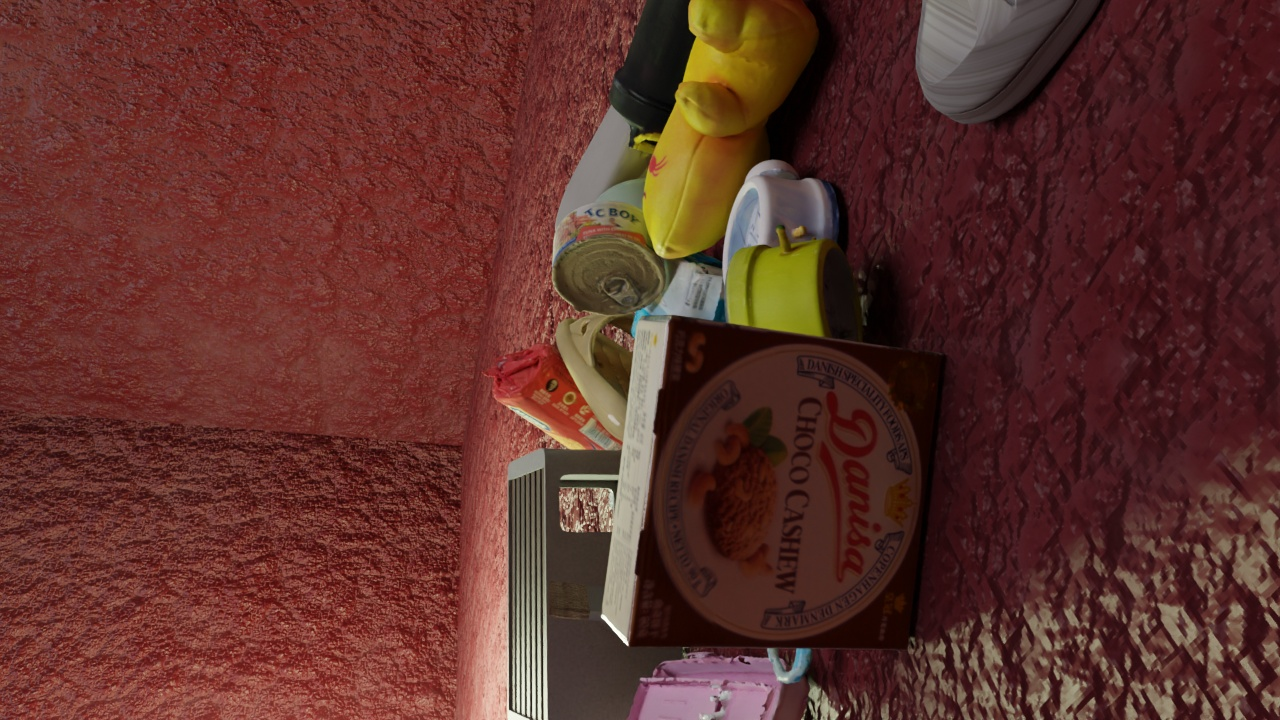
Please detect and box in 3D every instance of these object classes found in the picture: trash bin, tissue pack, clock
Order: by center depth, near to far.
[{"bbox_3d":[0.085,-0.011,0.498,0.083,0.057,0.119,-6,-92,-62],"label":"clock"},{"bbox_3d":[0.086,-0.079,0.593,0.125,0.052,0.089,-106,25,-62],"label":"clock"},{"bbox_3d":[0.040,-0.041,0.727,0.144,0.061,0.093,-129,51,-66],"label":"tissue pack"},{"bbox_3d":[-0.043,0.196,0.785,0.115,0.114,0.228,151,120,-64],"label":"trash bin"}]

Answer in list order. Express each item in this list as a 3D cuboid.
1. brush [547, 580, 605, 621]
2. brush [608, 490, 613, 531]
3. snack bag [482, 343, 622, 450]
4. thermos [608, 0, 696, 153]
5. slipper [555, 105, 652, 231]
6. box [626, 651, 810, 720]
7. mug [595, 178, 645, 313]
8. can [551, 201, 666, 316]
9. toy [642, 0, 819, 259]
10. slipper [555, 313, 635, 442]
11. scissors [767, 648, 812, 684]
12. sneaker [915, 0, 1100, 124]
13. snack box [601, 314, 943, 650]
[{"bbox_3d":[0.012,0.160,0.589,0.045,0.143,0.008,-123,42,-81],"label":"brush"},{"bbox_3d":[-0.019,0.147,0.942,0.173,0.030,0.040,109,161,-43],"label":"brush"},{"bbox_3d":[-0.071,0.042,0.927,0.082,0.176,0.082,-29,41,28],"label":"snack bag"},{"bbox_3d":[0.041,-0.280,0.767,0.098,0.098,0.221,-101,27,-50],"label":"thermos"},{"bbox_3d":[0.007,-0.225,0.931,0.266,0.080,0.113,-61,27,17],"label":"slipper"},{"bbox_3d":[0.025,0.262,0.581,0.152,0.037,0.202,-66,12,-25],"label":"box"},{"bbox_3d":[0.003,-0.093,0.853,0.111,0.084,0.104,109,151,-57],"label":"mug"},{"bbox_3d":[-0.024,-0.076,0.698,0.086,0.086,0.043,113,161,-49],"label":"can"},{"bbox_3d":[0.061,-0.174,0.650,0.134,0.087,0.194,-74,1,-56],"label":"toy"},{"bbox_3d":[-0.005,0.005,0.836,0.079,0.111,0.261,-55,22,11],"label":"slipper"},{"bbox_3d":[0.085,0.122,0.552,0.140,0.013,0.118,-120,52,-72],"label":"scissors"},{"bbox_3d":[0.142,-0.206,0.343,0.099,0.089,0.237,-102,23,-50],"label":"sneaker"},{"bbox_3d":[0.063,0.058,0.427,0.041,0.147,0.143,-170,87,-70],"label":"snack box"}]
